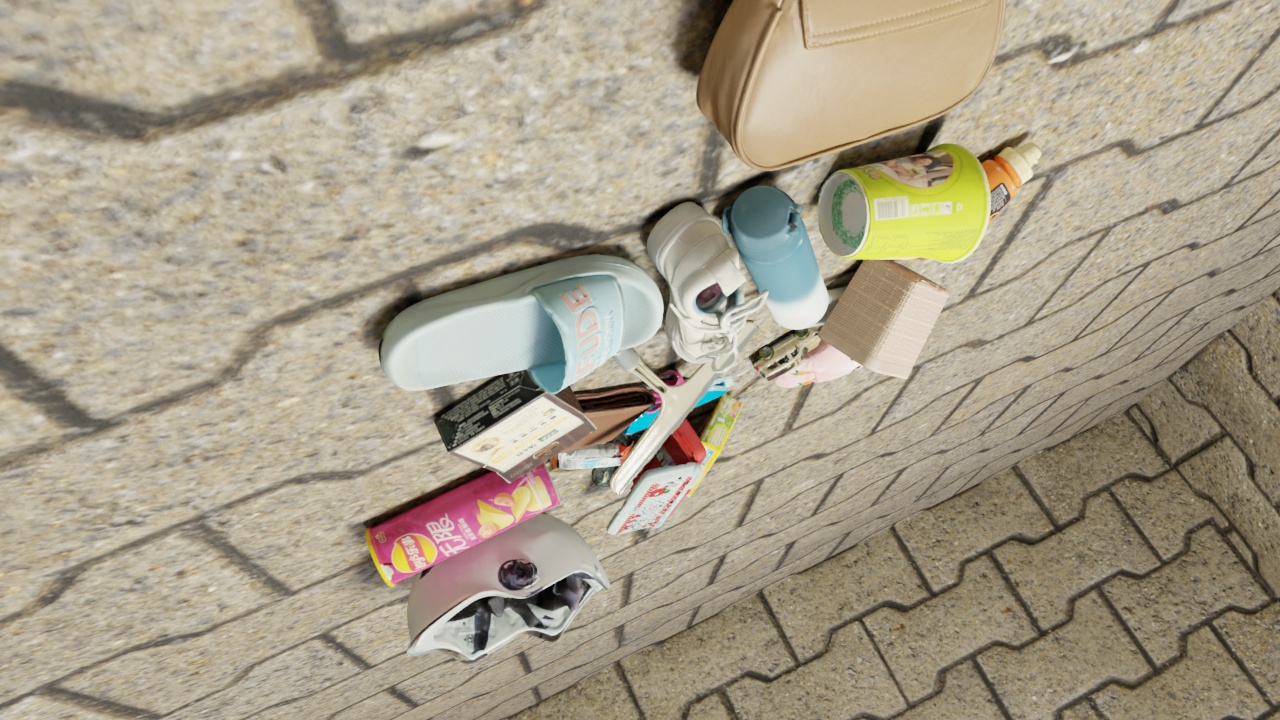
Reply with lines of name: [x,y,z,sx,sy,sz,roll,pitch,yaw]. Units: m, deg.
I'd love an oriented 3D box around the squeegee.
squeegee: [-0.006,0.005,0.937,0.246,0.039,0.246,-50,148,0]

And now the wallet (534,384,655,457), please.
wallet: [-0.055,0.068,1.027,0.124,0.032,0.101,-7,152,-40]

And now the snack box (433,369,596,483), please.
snack box: [-0.121,0.063,0.909,0.113,0.053,0.125,-32,157,7]

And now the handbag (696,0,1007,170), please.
handbag: [0.134,-0.211,0.588,0.204,0.099,0.148,-20,148,-19]

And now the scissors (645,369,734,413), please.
scissors: [0.054,0.039,1.090,0.137,0.017,0.084,3,134,-44]

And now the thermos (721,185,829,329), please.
thermos: [0.131,-0.094,0.861,0.070,0.070,0.220,-32,156,7]

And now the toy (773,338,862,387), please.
toy: [0.245,-0.006,1.183,0.159,0.054,0.121,-23,158,8]

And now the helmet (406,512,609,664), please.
helmet: [-0.178,0.269,1.154,0.258,0.145,0.230,-5,147,-28]

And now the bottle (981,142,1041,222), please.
bottle: [0.351,-0.172,0.953,0.149,0.066,0.066,-40,155,8]

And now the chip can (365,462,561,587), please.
chip can: [-0.197,0.175,1.034,0.210,0.071,0.071,-25,157,-9]

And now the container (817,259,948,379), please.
container: [0.277,-0.051,1.034,0.089,0.090,0.111,10,112,-44]

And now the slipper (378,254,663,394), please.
slipper: [-0.085,-0.019,0.741,0.245,0.074,0.104,-14,141,-26]

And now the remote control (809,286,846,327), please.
remote control: [0.243,-0.068,1.087,0.135,0.020,0.056,-12,152,-33]

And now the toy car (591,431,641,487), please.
toy car: [-0.030,0.122,1.157,0.042,0.034,0.091,3,128,-44]

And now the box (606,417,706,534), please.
box: [0.008,0.158,1.186,0.101,0.095,0.202,-22,158,-28]

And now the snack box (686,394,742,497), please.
snack box: [0.087,0.114,1.217,0.086,0.034,0.141,-60,178,-35]

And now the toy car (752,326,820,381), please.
toy car: [0.181,-0.009,1.122,0.090,0.035,0.042,-33,158,5]

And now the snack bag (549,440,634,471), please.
snack bag: [-0.058,0.115,1.100,0.104,0.026,0.048,-3,145,-8]

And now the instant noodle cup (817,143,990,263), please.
instant noodle cup: [0.233,-0.139,0.841,0.123,0.111,0.112,-9,151,-21]

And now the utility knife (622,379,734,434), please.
utility knife: [0.050,0.051,1.120,0.159,0.018,0.034,-20,141,-22]

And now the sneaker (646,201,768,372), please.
sneaker: [0.072,-0.046,0.837,0.089,0.090,0.242,-40,156,-7]
